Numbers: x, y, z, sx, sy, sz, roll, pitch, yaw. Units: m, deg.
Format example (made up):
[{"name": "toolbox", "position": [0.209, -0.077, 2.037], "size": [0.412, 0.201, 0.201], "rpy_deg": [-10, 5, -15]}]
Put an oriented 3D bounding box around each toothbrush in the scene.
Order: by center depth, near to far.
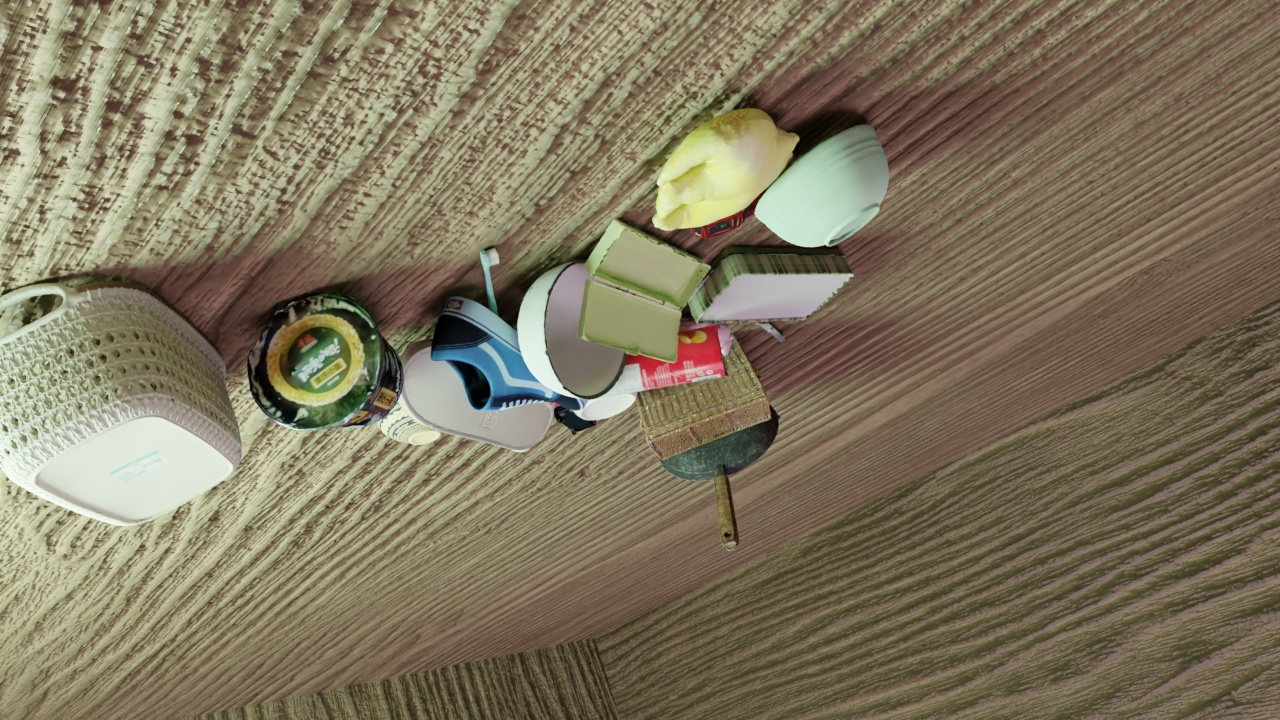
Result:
[{"name": "toothbrush", "position": [-0.162, -0.070, 1.010], "size": [0.016, 0.016, 0.181], "rpy_deg": [-23, 159, -17]}]

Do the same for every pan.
[{"name": "pan", "position": [0.120, 0.153, 1.407], "size": [0.208, 0.356, 0.040], "rpy_deg": [-18, 121, 11]}]

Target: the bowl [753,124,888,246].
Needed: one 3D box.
[{"name": "bowl", "position": [0.202, -0.171, 0.967], "size": [0.151, 0.077, 0.151], "rpy_deg": [-32, 169, -7]}]

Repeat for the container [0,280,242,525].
[{"name": "container", "position": [-0.480, 0.047, 0.841], "size": [0.184, 0.143, 0.246], "rpy_deg": [-31, 159, -10]}]

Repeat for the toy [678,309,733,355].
[{"name": "toy", "position": [0.085, -0.041, 1.249], "size": [0.064, 0.047, 0.110], "rpy_deg": [-31, 144, 17]}]

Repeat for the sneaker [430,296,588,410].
[{"name": "sneaker", "position": [-0.154, 0.025, 1.055], "size": [0.083, 0.098, 0.241], "rpy_deg": [7, 159, 38]}]

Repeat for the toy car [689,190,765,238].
[{"name": "toy car", "position": [0.095, -0.163, 0.996], "size": [0.091, 0.036, 0.042], "rpy_deg": [-25, 157, -3]}]

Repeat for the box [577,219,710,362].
[{"name": "box", "position": [0.001, -0.074, 1.042], "size": [0.044, 0.141, 0.187], "rpy_deg": [19, -176, 36]}]

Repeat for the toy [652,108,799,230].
[{"name": "toy", "position": [0.081, -0.183, 0.893], "size": [0.154, 0.064, 0.171], "rpy_deg": [-25, 165, -9]}]

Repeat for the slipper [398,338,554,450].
[{"name": "slipper", "position": [-0.205, 0.042, 1.129], "size": [0.114, 0.054, 0.274], "rpy_deg": [-55, 143, -1]}]

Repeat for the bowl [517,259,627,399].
[{"name": "bowl", "position": [-0.082, -0.033, 1.016], "size": [0.073, 0.153, 0.153], "rpy_deg": [-1, 171, 35]}]

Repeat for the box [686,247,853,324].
[{"name": "box", "position": [0.168, -0.098, 1.186], "size": [0.205, 0.049, 0.118], "rpy_deg": [-6, 151, -33]}]

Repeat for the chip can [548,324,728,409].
[{"name": "chip can", "position": [-0.007, 0.007, 1.183], "size": [0.233, 0.073, 0.073], "rpy_deg": [-10, 158, 5]}]

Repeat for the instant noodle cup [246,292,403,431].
[{"name": "instant noodle cup", "position": [-0.310, 0.012, 0.936], "size": [0.137, 0.137, 0.112], "rpy_deg": [-21, 167, 0]}]

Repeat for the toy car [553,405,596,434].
[{"name": "toy car", "position": [-0.100, 0.080, 1.379], "size": [0.046, 0.034, 0.112], "rpy_deg": [-24, 156, 6]}]

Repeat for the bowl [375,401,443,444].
[{"name": "bowl", "position": [-0.282, 0.071, 1.170], "size": [0.112, 0.061, 0.112], "rpy_deg": [-17, 157, -8]}]

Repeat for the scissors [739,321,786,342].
[{"name": "scissors", "position": [0.177, -0.048, 1.351], "size": [0.095, 0.014, 0.170], "rpy_deg": [-21, 155, -4]}]

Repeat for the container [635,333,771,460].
[{"name": "container", "position": [0.089, 0.057, 1.384], "size": [0.198, 0.112, 0.114], "rpy_deg": [-22, 158, 5]}]

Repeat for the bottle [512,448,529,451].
[{"name": "bottle", "position": [-0.159, 0.082, 1.314], "size": [0.051, 0.051, 0.147], "rpy_deg": [-8, 155, -27]}]

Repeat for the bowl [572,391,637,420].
[{"name": "bowl", "position": [-0.055, 0.036, 1.276], "size": [0.116, 0.065, 0.116], "rpy_deg": [-17, 157, -7]}]
